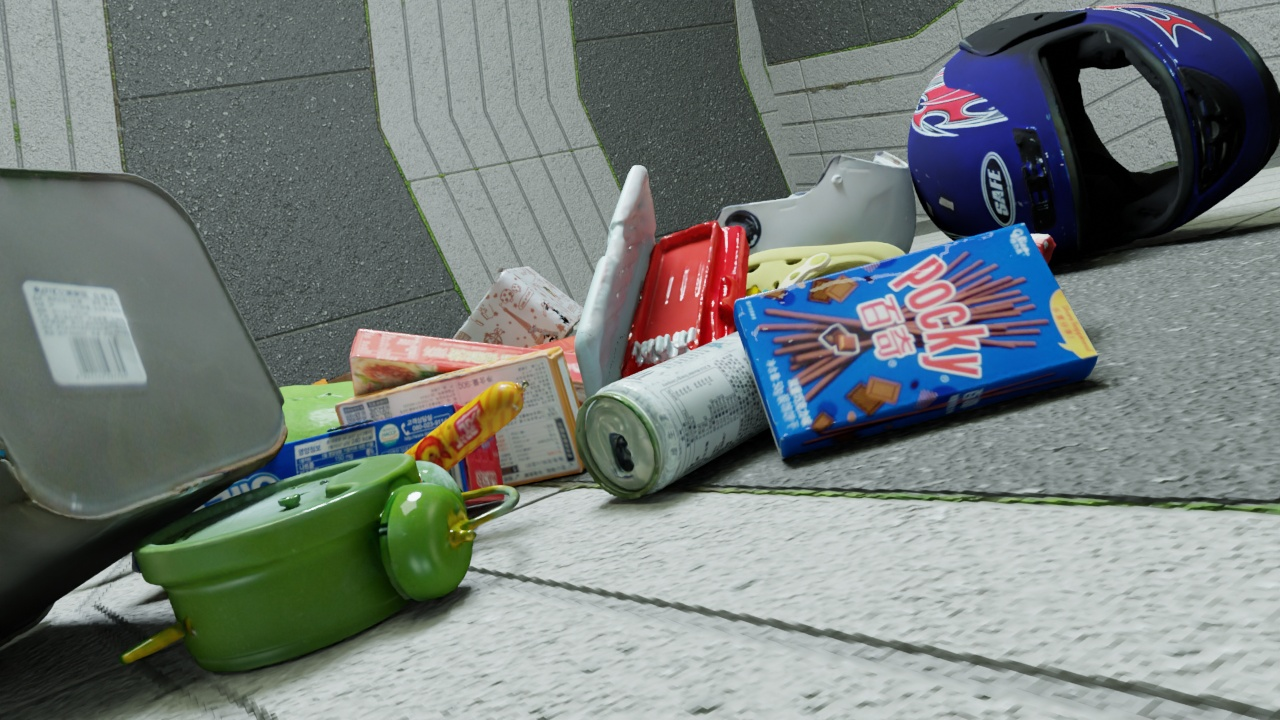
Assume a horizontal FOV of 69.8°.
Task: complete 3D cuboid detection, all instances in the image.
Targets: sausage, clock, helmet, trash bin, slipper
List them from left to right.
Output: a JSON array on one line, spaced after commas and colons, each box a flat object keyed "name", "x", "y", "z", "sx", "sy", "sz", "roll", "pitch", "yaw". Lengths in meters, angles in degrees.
[{"name": "trash bin", "x": -0.312, "y": 0.032, "z": 0.419, "sx": 0.220, "sy": 0.199, "sz": 0.198, "roll": -26, "pitch": 2, "yaw": 18}, {"name": "clock", "x": -0.131, "y": 0.080, "z": 0.400, "sx": 0.161, "sy": 0.056, "sz": 0.116, "roll": -17, "pitch": 7, "yaw": -12}, {"name": "sausage", "x": -0.122, "y": 0.061, "z": 0.472, "sx": 0.165, "sy": 0.021, "sz": 0.021, "roll": -38, "pitch": 5, "yaw": 6}, {"name": "slipper", "x": 0.137, "y": -0.050, "z": 0.777, "sx": 0.191, "sy": 0.091, "sz": 0.081, "roll": -8, "pitch": 14, "yaw": 39}, {"name": "helmet", "x": 0.178, "y": -0.115, "z": 0.984, "sx": 0.259, "sy": 0.146, "sz": 0.228, "roll": -23, "pitch": 1, "yaw": 26}, {"name": "helmet", "x": 0.399, "y": -0.208, "z": 0.894, "sx": 0.240, "sy": 0.247, "sz": 0.315, "roll": -25, "pitch": 19, "yaw": -2}]

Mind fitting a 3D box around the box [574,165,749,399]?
[{"name": "box", "x": 0.012, "y": -0.049, "z": 0.613, "sx": 0.095, "sy": 0.101, "sz": 0.200, "roll": -11, "pitch": 40, "yaw": 22}]

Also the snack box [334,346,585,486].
[{"name": "snack box", "x": -0.110, "y": 0.045, "z": 0.569, "sx": 0.154, "sy": 0.075, "sz": 0.026, "roll": -13, "pitch": 9, "yaw": 17}]

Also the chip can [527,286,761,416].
[{"name": "chip can", "x": -0.004, "y": 0.004, "z": 0.707, "sx": 0.217, "sy": 0.073, "sz": 0.073, "roll": -14, "pitch": 6, "yaw": 18}]

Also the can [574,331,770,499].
[{"name": "can", "x": 0.035, "y": 0.023, "z": 0.494, "sx": 0.058, "sy": 0.058, "sz": 0.146, "roll": -9, "pitch": 10, "yaw": 44}]

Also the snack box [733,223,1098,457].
[{"name": "snack box", "x": 0.134, "y": -0.011, "z": 0.462, "sx": 0.157, "sy": 0.084, "sz": 0.026, "roll": -15, "pitch": -31, "yaw": 2}]

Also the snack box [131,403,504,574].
[{"name": "snack box", "x": -0.186, "y": 0.075, "z": 0.524, "sx": 0.208, "sy": 0.057, "sz": 0.058, "roll": -14, "pitch": -10, "yaw": 10}]

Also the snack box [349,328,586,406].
[{"name": "snack box", "x": -0.112, "y": 0.019, "z": 0.613, "sx": 0.153, "sy": 0.025, "sz": 0.075, "roll": 7, "pitch": -39, "yaw": -7}]

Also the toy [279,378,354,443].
[{"name": "toy", "x": -0.265, "y": 0.068, "z": 0.660, "sx": 0.246, "sy": 0.090, "sz": 0.226, "roll": -8, "pitch": 32, "yaw": -4}]

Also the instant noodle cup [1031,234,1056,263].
[{"name": "instant noodle cup", "x": 0.166, "y": -0.027, "z": 0.589, "sx": 0.194, "sy": 0.066, "sz": 0.193, "roll": -16, "pitch": 6, "yaw": 2}]

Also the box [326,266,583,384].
[{"name": "box", "x": -0.176, "y": 0.009, "z": 0.858, "sx": 0.272, "sy": 0.130, "sz": 0.179, "roll": -25, "pitch": 6, "yaw": 5}]
